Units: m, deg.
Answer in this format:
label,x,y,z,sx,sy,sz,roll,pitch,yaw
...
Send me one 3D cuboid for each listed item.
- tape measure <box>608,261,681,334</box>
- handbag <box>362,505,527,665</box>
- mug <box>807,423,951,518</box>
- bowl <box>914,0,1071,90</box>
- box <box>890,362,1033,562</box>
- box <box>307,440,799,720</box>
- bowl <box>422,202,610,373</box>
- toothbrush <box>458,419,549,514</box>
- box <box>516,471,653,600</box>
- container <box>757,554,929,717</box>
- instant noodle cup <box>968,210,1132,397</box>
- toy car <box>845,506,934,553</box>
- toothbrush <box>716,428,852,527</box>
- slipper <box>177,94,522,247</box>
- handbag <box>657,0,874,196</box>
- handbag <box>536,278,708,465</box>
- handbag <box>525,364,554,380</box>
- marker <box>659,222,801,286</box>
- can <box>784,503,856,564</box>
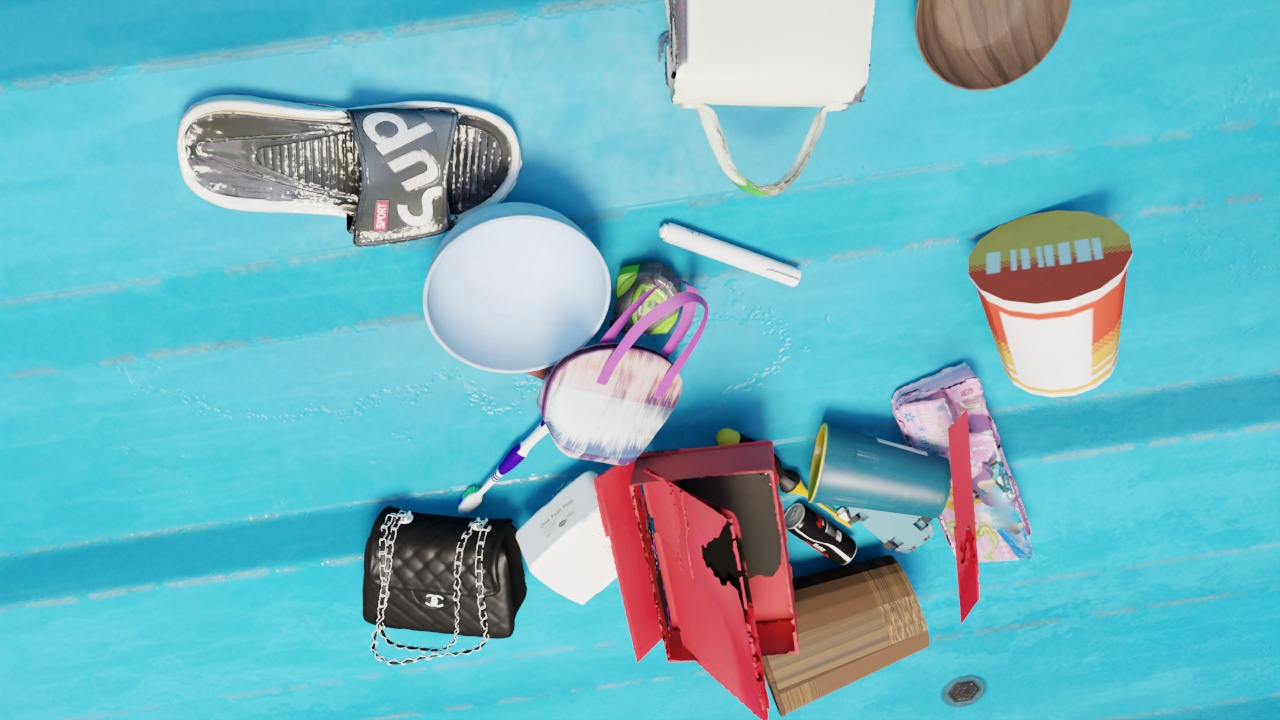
label,x,y,z,sx,sy,sz,roll,pitch,yaw
tape measure,0.007,-0.055,0.804,0.058,0.035,0.066,11,122,-1
handbag,-0.196,0.212,0.886,0.154,0.114,0.125,6,114,8
mug,0.227,0.109,0.874,0.121,0.078,0.078,11,119,6
bowl,0.264,-0.271,0.703,0.119,0.032,0.119,-2,120,-4
box,0.326,0.116,0.911,0.085,0.063,0.230,-25,119,9
box,-0.051,0.224,0.806,0.424,0.128,0.213,-19,114,-19
bowl,-0.104,-0.070,0.756,0.150,0.074,0.151,-7,129,-9
toothbrush,-0.118,0.090,0.878,0.015,0.016,0.187,31,117,-32
box,-0.060,0.161,0.910,0.108,0.101,0.102,-40,134,6
container,0.202,0.280,0.962,0.167,0.132,0.132,-19,119,-1
instant noodle cup,0.359,-0.044,0.797,0.123,0.123,0.121,-21,127,7
toy car,0.256,0.156,0.948,0.060,0.027,0.107,-41,119,17
toothbrush,0.148,0.121,0.920,0.196,0.031,0.031,35,115,-26
slipper,-0.227,-0.149,0.716,0.264,0.063,0.111,5,119,-5
handbag,0.091,-0.212,0.688,0.151,0.074,0.176,-2,101,-6
handbag,-0.005,0.005,0.783,0.144,0.068,0.170,15,121,-42
handbag,-0.053,0.014,0.845,0.119,0.029,0.055,33,117,-27
marker,0.078,-0.092,0.796,0.133,0.020,0.017,18,118,-14
can,0.186,0.180,0.953,0.080,0.031,0.032,36,111,-22
